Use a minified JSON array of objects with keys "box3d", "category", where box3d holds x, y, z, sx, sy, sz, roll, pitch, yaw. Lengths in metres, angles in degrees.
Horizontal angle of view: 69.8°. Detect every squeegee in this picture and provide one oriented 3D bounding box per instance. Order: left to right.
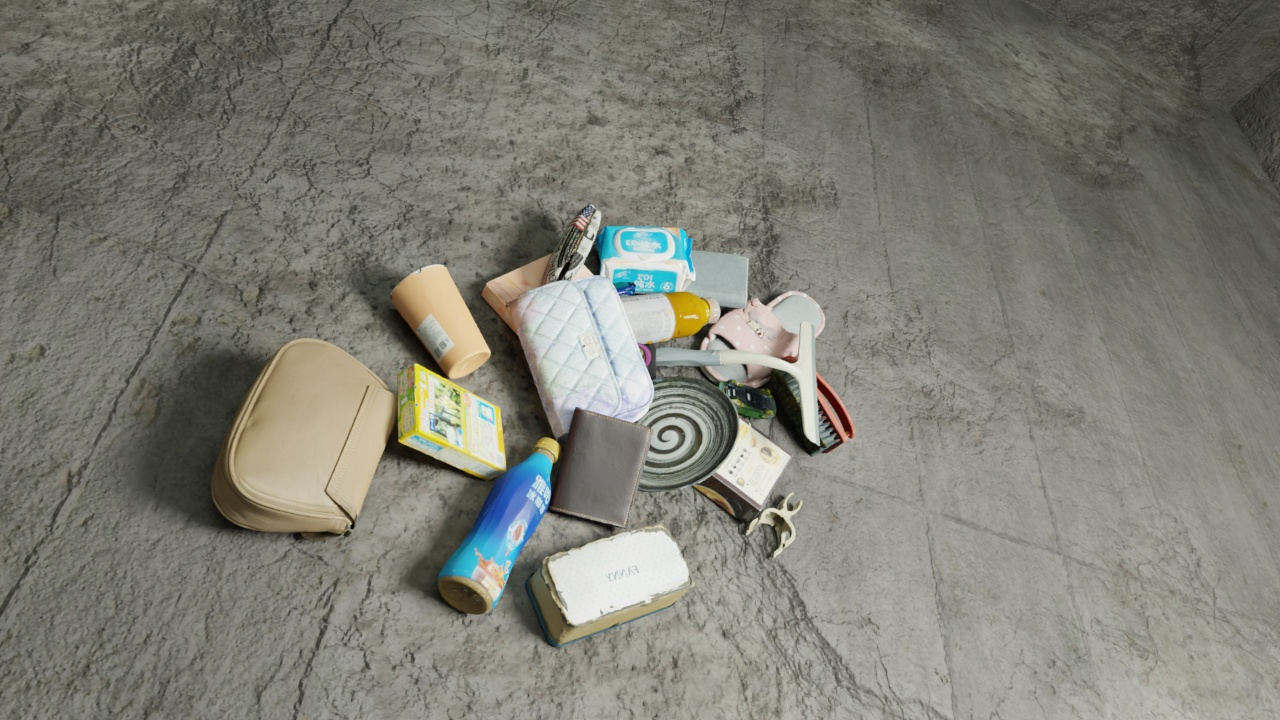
[{"box3d":[0.115,0.001,1.221,0.246,0.039,0.245,6,40,4],"category":"squeegee"}]

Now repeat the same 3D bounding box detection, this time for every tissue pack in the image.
[{"box3d":[0.006,-0.146,1.301,0.140,0.063,0.089,2,49,-5],"category":"tissue pack"}]

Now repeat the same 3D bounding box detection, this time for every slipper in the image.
[{"box3d":[0.188,-0.040,1.346,0.273,0.055,0.114,-29,73,-40],"category":"slipper"}]

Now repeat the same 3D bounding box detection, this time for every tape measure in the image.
[{"box3d":[-0.037,-0.086,1.256,0.058,0.055,0.025,-15,64,-21],"category":"tape measure"},{"box3d":[-0.007,0.007,1.201,0.058,0.039,0.057,-5,62,5],"category":"tape measure"}]

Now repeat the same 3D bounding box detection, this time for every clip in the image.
[{"box3d":[0.166,0.197,1.161,0.092,0.035,0.102,27,42,-10],"category":"clip"}]

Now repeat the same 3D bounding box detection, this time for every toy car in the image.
[{"box3d":[0.144,0.057,1.257,0.091,0.036,0.043,14,48,-18],"category":"toy car"}]

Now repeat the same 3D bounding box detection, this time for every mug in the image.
[{"box3d":[-0.235,-0.043,1.098,0.078,0.078,0.122,-23,73,-40],"category":"mug"}]

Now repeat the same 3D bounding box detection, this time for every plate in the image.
[{"box3d":[0.033,0.091,1.126,0.179,0.024,0.179,-8,47,9],"category":"plate"}]

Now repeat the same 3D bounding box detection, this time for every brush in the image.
[{"box3d":[0.239,0.056,1.279,0.069,0.063,0.145,-24,77,-22],"category":"brush"}]

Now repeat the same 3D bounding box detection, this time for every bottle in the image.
[{"box3d":[-0.141,0.167,0.987,0.065,0.065,0.218,31,46,-4],"category":"bottle"},{"box3d":[0.024,-0.059,1.255,0.189,0.068,0.068,-9,60,-32],"category":"bottle"}]

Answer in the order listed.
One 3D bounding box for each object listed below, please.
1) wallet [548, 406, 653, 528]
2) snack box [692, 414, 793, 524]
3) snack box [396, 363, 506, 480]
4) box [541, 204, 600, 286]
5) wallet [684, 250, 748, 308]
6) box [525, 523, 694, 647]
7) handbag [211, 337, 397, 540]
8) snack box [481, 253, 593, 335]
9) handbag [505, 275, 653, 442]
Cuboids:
[{"box3d":[-0.045,0.124,1.055,0.096,0.020,0.122,16,86,-10],"category":"wallet"},{"box3d":[0.119,0.126,1.175,0.125,0.053,0.113,36,46,6],"category":"snack box"},{"box3d":[-0.206,0.069,1.006,0.140,0.034,0.086,38,33,-49],"category":"snack box"},{"box3d":[-0.088,-0.146,1.232,0.057,0.071,0.163,44,44,-26],"category":"box"},{"box3d":[0.093,-0.121,1.355,0.130,0.037,0.106,6,47,3],"category":"wallet"},{"box3d":[-0.036,0.242,0.993,0.184,0.060,0.089,-8,59,-32],"category":"box"},{"box3d":[-0.336,0.083,0.926,0.147,0.100,0.204,28,45,-18],"category":"handbag"},{"box3d":[-0.128,-0.092,1.229,0.084,0.026,0.156,48,47,11],"category":"snack box"},{"box3d":[-0.071,-0.007,1.125,0.134,0.076,0.193,-19,72,-12],"category":"handbag"}]
